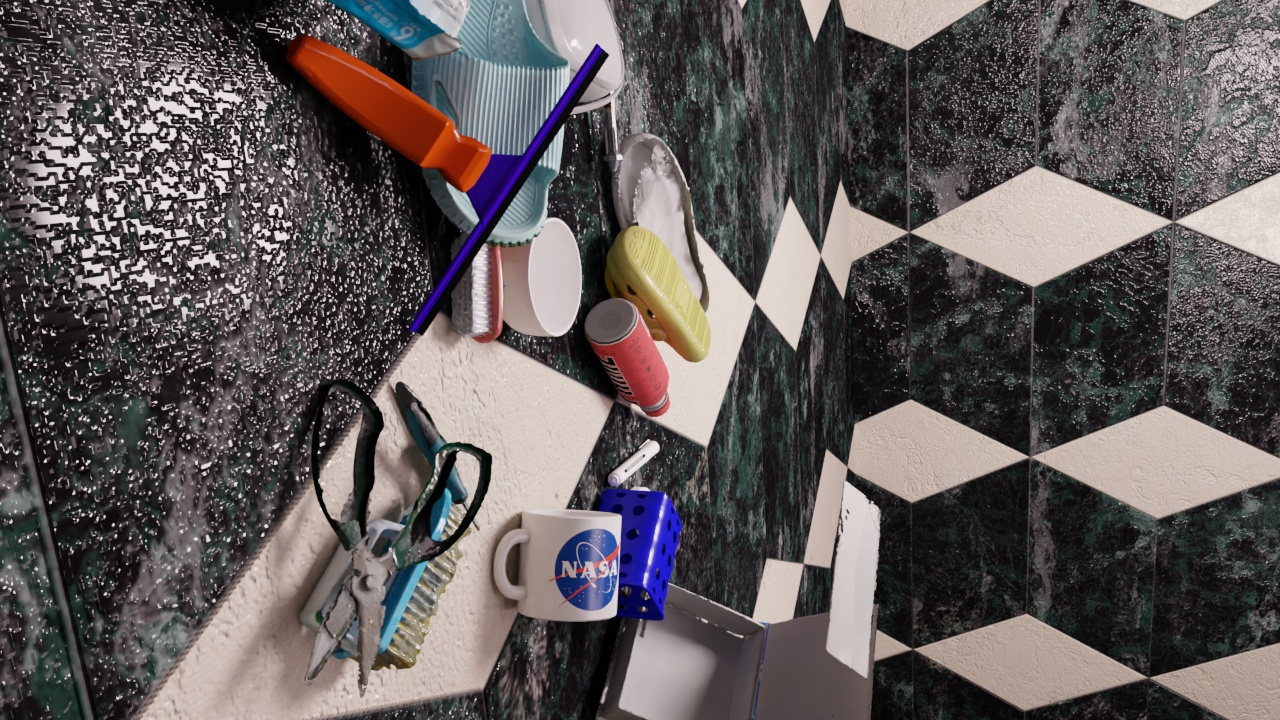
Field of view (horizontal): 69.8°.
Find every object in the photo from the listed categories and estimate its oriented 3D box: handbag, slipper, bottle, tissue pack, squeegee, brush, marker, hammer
[{"bbox_3d":[-0.088,-0.348,0.825,0.215,0.096,0.222,-8,86,-69],"label":"handbag"},{"bbox_3d":[-0.116,-0.223,0.688,0.115,0.070,0.276,-12,100,-34],"label":"slipper"},{"bbox_3d":[-0.006,0.006,1.028,0.177,0.062,0.062,62,35,-51],"label":"bottle"},{"bbox_3d":[-0.167,-0.250,0.549,0.144,0.062,0.092,59,16,21],"label":"tissue pack"},{"bbox_3d":[-0.156,-0.159,0.622,0.184,0.055,0.249,30,97,-47],"label":"squeegee"},{"bbox_3d":[0.023,-0.155,1.085,0.112,0.075,0.247,-39,131,-24],"label":"slipper"},{"bbox_3d":[0.012,-0.069,1.050,0.190,0.082,0.091,51,37,-33],"label":"slipper"},{"bbox_3d":[-0.133,-0.100,0.739,0.030,0.041,0.172,3,85,-54],"label":"brush"},{"bbox_3d":[-0.169,0.138,0.632,0.075,0.056,0.135,49,41,-28],"label":"brush"},{"bbox_3d":[-0.009,0.121,1.089,0.020,0.017,0.133,53,24,4],"label":"marker"},{"bbox_3d":[-0.039,-0.362,0.953,0.098,0.044,0.322,-31,119,-65],"label":"hammer"}]

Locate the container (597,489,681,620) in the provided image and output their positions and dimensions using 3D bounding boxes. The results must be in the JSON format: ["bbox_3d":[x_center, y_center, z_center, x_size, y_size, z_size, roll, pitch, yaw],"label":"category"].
[{"bbox_3d":[-0.010,0.208,0.994,0.084,0.085,0.113,68,30,-46],"label":"container"}]

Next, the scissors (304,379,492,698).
[{"bbox_3d":[-0.181,0.102,0.583,0.154,0.015,0.208,48,43,-23],"label":"scissors"}]

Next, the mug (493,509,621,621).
[{"bbox_3d":[-0.078,0.184,0.833,0.121,0.091,0.090,7,83,-33],"label":"mug"}]

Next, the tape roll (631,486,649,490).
[{"bbox_3d":[-0.003,0.200,1.110,0.093,0.013,0.093,0,90,-69],"label":"tape roll"}]

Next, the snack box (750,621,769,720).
[{"bbox_3d":[0.116,0.453,1.173,0.056,0.196,0.238,35,59,-64],"label":"snack box"}]

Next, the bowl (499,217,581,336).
[{"bbox_3d":[-0.096,-0.073,0.806,0.104,0.054,0.105,3,90,-70],"label":"bowl"}]

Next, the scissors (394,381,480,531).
[{"bbox_3d":[-0.152,0.073,0.699,0.138,0.019,0.129,62,-10,7],"label":"scissors"}]

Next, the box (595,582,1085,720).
[{"bbox_3d":[0.213,0.364,0.997,0.149,0.507,0.166,72,27,-48],"label":"box"}]
